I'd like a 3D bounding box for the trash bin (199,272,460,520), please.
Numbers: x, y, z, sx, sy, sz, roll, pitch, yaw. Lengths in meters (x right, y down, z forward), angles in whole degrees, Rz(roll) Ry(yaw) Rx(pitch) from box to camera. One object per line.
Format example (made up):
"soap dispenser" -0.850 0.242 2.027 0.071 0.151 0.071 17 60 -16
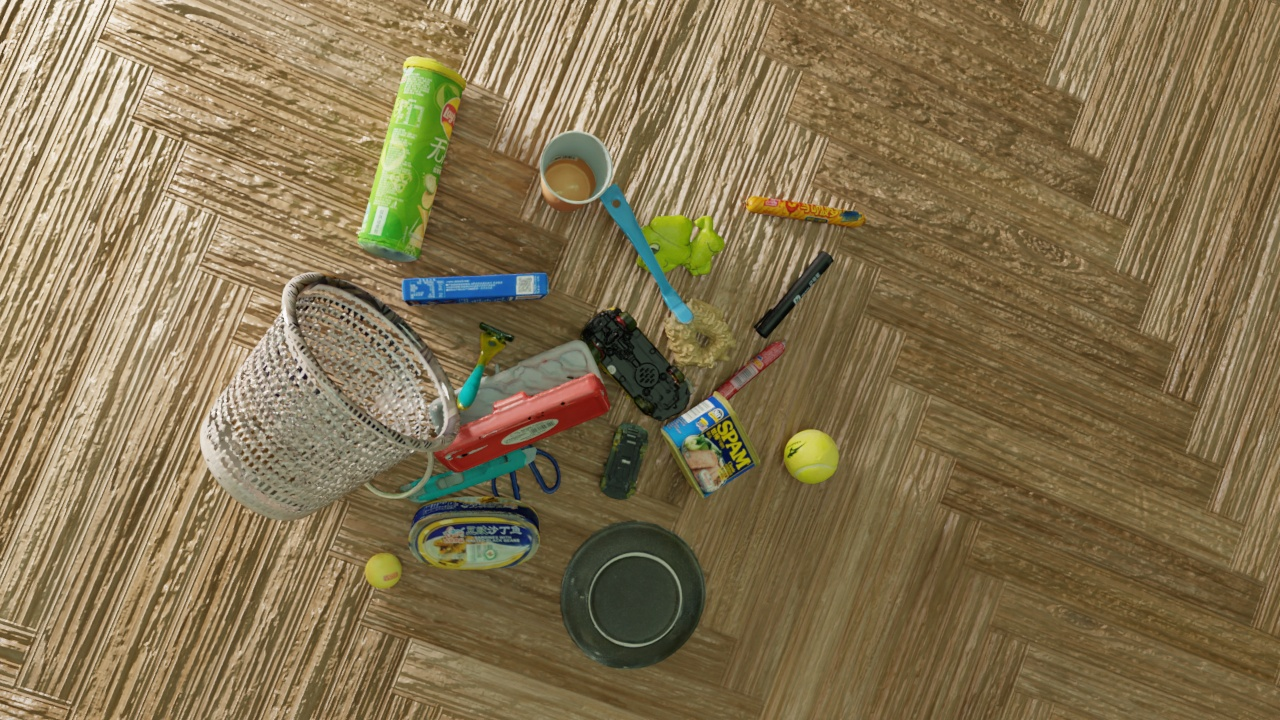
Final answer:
"trash bin" -0.333 0.054 0.950 0.192 0.227 0.227 -39 97 14

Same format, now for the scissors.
"scissors" -0.161 0.094 1.079 0.171 0.012 0.141 39 84 -6

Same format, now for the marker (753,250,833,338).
"marker" 0.190 -0.082 1.135 0.022 0.020 0.132 39 84 21

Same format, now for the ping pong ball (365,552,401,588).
"ping pong ball" -0.292 0.239 1.041 0.040 0.040 0.040 0 90 -10

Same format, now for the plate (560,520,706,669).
"plate" -0.007 0.284 1.100 0.179 0.024 0.179 0 91 -10

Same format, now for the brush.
"brush" 0.028 -0.093 1.078 0.083 0.046 0.255 -33 107 -1

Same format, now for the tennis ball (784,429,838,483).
"tennis ball" 0.208 0.117 1.115 0.065 0.065 0.065 0 90 -10

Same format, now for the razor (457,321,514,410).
"razor" -0.182 0.011 1.033 0.043 0.028 0.132 27 43 -12

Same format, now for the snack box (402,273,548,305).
"snack box" -0.186 -0.080 1.036 0.157 0.084 0.026 -4 91 -10

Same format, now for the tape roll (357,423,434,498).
"tape roll" -0.280 0.115 1.050 0.086 0.014 0.085 0 84 -2

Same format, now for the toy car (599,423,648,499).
"toy car" -0.020 0.120 1.090 0.043 0.036 0.091 17 86 -11

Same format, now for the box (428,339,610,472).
"box" -0.142 0.046 1.041 0.201 0.095 0.098 -23 65 0

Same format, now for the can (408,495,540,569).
"can" -0.189 0.198 1.048 0.148 0.049 0.075 1 101 -8

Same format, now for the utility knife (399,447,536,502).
"utility knife" -0.198 0.132 1.062 0.164 0.013 0.029 -19 93 -2

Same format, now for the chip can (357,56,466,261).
"chip can" -0.257 -0.221 1.030 0.072 0.072 0.221 15 87 -10

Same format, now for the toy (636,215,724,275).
"toy" 0.046 -0.140 1.103 0.100 0.031 0.097 31 93 -11

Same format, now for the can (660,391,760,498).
"can" 0.082 0.102 1.088 0.083 0.057 0.102 -32 115 -6

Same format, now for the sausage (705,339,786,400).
"sausage" 0.121 0.025 1.123 0.155 0.020 0.020 -40 96 -7

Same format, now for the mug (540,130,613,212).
"mug" -0.079 -0.206 1.035 0.078 0.123 0.078 0 91 -11

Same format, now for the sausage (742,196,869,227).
"sausage" 0.205 -0.184 1.135 0.165 0.021 0.021 6 89 -10

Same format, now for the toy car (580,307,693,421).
"toy car" -0.006 0.006 1.089 0.071 0.041 0.156 -44 92 -7
